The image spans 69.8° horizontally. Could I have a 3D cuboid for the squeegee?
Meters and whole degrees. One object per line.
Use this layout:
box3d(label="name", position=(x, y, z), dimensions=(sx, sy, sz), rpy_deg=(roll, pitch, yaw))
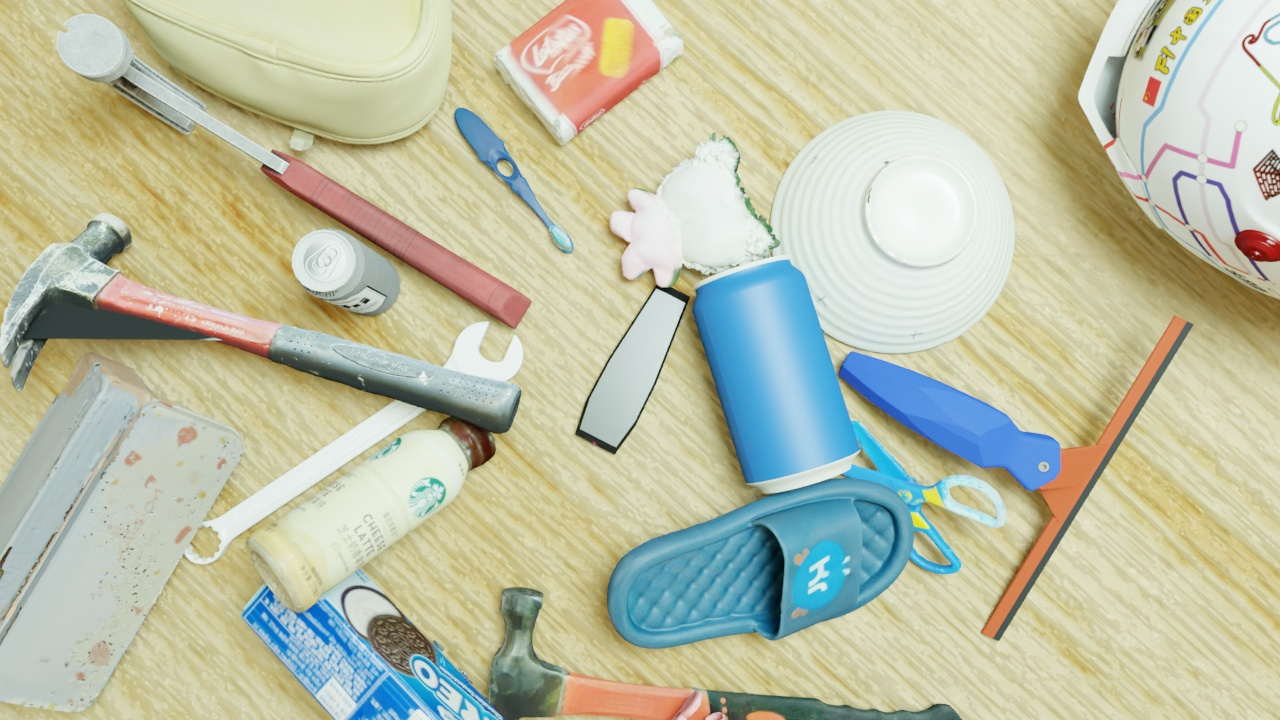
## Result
box3d(label="squeegee", position=(0.222, 0.044, 0.625), dimensions=(0.185, 0.055, 0.249), rpy_deg=(29, 101, 13))

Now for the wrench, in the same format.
box3d(label="wrench", position=(-0.201, 0.058, 0.642), dimensions=(0.273, 0.009, 0.047), rpy_deg=(-34, 88, -3))

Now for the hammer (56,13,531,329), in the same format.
box3d(label="hammer", position=(-0.214, -0.113, 0.617), dimensions=(0.315, 0.126, 0.036), rpy_deg=(32, 86, -11))

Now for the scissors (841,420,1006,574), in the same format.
box3d(label="scissors", position=(0.186, 0.085, 0.619), dimensions=(0.132, 0.019, 0.105), rpy_deg=(51, 126, 2))

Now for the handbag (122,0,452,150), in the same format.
box3d(label="handbag", position=(-0.241, -0.249, 0.629), dimensions=(0.233, 0.089, 0.190), rpy_deg=(8, 68, 0))

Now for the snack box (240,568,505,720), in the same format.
box3d(label="snack box", position=(-0.155, 0.217, 0.592), dimensions=(0.226, 0.059, 0.059), rpy_deg=(43, 99, 11))

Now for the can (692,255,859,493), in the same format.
box3d(label="can", position=(0.089, 0.010, 0.614), dimensions=(0.079, 0.079, 0.146), rpy_deg=(-17, 87, -2))

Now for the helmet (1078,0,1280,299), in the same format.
box3d(label="helmet", position=(0.437, -0.150, 0.555), dimensions=(0.314, 0.235, 0.232), rpy_deg=(16, 119, -18))

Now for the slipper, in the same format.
box3d(label="slipper", position=(0.084, 0.144, 0.601), dimensions=(0.213, 0.059, 0.104), rpy_deg=(-13, 112, -11))

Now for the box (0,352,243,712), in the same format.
box3d(label="box", position=(-0.376, 0.113, 0.618), dimensions=(0.105, 0.096, 0.216), rpy_deg=(27, 86, 40))

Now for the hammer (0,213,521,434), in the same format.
box3d(label="hammer", position=(-0.241, -0.005, 0.596), dimensions=(0.326, 0.036, 0.140), rpy_deg=(16, 46, 0))

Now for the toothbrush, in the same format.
box3d(label="toothbrush", position=(-0.090, -0.129, 0.652), dimensions=(0.021, 0.016, 0.132), rpy_deg=(-39, 88, -5))

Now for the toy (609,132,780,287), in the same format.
box3d(label="toy", position=(0.032, -0.096, 0.641), dimensions=(0.109, 0.041, 0.095), rpy_deg=(-22, 86, 4))

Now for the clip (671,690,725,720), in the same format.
box3d(label="clip", position=(0.031, 0.248, 0.600), dimensions=(0.058, 0.022, 0.037), rpy_deg=(-44, 92, 1))

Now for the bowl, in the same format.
box3d(label="bowl", position=(0.181, -0.095, 0.627), dimensions=(0.177, 0.071, 0.177), rpy_deg=(0, 86, 0))

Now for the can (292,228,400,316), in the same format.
box3d(label="can", position=(-0.190, -0.056, 0.600), dimensions=(0.044, 0.106, 0.044), rpy_deg=(0, 86, -1))

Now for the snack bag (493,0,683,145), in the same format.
box3d(label="snack bag", position=(-0.036, -0.216, 0.648), dimensions=(0.116, 0.036, 0.077), rpy_deg=(-38, 88, -3))

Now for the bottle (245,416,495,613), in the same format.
box3d(label="bottle", position=(-0.166, 0.089, 0.588), dimensions=(0.161, 0.057, 0.056), rpy_deg=(-37, 87, -33))

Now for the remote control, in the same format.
box3d(label="remote control", position=(-0.004, 0.004, 0.648), dimensions=(0.039, 0.010, 0.124), rpy_deg=(27, 86, 1))

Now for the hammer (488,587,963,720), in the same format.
box3d(label="hammer", position=(0.062, 0.242, 0.626), dimensions=(0.333, 0.033, 0.133), rpy_deg=(7, 85, -1))
